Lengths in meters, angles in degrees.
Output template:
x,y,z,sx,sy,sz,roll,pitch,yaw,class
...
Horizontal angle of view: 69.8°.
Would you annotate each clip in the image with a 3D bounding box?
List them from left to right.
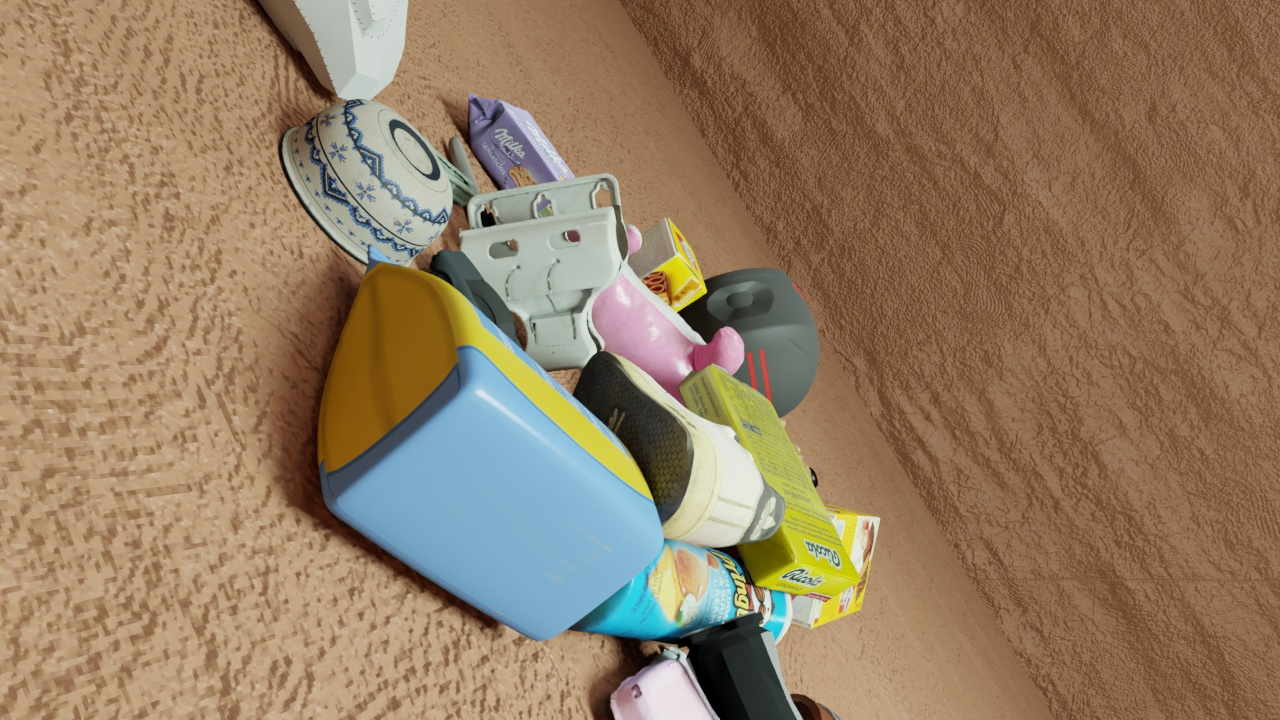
x,y,z,sx,sy,sz,roll,pitch,yaw,class
-0.163,-0.152,0.750,0.074,0.023,0.035,35,26,-57,clip
-0.072,-0.062,0.699,0.091,0.126,0.151,-5,89,-75,clip

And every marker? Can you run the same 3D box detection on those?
x,y,z,sx,sy,sz,roll,pitch,yaw,class
-0.144,-0.146,0.793,0.016,0.022,0.138,24,37,-53,marker

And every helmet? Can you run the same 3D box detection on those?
x,y,z,sx,sy,sz,roll,pitch,yaw,class
0.123,-0.009,1.064,0.265,0.164,0.169,64,14,-80,helmet

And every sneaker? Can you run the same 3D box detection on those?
x,y,z,sx,sy,sz,roll,pitch,yaw,class
0.018,0.059,0.608,0.102,0.089,0.241,19,5,-23,sneaker

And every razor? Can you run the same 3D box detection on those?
x,y,z,sx,sy,sz,roll,pitch,yaw,class
0.078,0.227,0.580,0.060,0.057,0.156,-55,122,-76,razor

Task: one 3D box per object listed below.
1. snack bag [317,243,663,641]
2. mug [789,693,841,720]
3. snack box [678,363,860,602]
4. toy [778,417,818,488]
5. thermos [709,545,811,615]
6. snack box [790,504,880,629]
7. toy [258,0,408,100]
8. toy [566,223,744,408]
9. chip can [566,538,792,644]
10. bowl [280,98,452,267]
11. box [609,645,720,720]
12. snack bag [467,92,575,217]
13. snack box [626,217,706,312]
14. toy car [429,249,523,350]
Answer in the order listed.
x,y,z,sx,sy,sz,roll,pitch,yaw,class
-0.090,0.028,0.509,0.159,0.102,0.205,46,9,-36,snack bag
0.142,0.311,0.664,0.111,0.081,0.117,46,1,-23,mug
0.095,0.095,0.717,0.121,0.045,0.180,27,33,-51,snack box
0.135,0.122,0.981,0.134,0.106,0.108,-99,173,-54,toy
0.062,0.147,0.765,0.198,0.084,0.107,46,51,-28,thermos
0.187,0.206,0.945,0.230,0.062,0.110,22,81,-64,snack box
-0.237,-0.293,0.613,0.266,0.141,0.247,-53,130,-47,toy
-0.005,0.005,0.799,0.127,0.187,0.265,-46,111,-32,toy
0.023,0.156,0.621,0.229,0.080,0.079,32,30,-52,chip can
-0.170,-0.121,0.603,0.115,0.059,0.115,51,18,-23,bowl
0.057,0.275,0.562,0.201,0.045,0.154,60,16,13,box
-0.099,-0.171,0.912,0.205,0.058,0.096,54,13,-3,snack bag
0.007,-0.086,0.973,0.061,0.106,0.083,46,20,-34,snack box
-0.111,-0.029,0.650,0.112,0.034,0.046,59,16,5,toy car
